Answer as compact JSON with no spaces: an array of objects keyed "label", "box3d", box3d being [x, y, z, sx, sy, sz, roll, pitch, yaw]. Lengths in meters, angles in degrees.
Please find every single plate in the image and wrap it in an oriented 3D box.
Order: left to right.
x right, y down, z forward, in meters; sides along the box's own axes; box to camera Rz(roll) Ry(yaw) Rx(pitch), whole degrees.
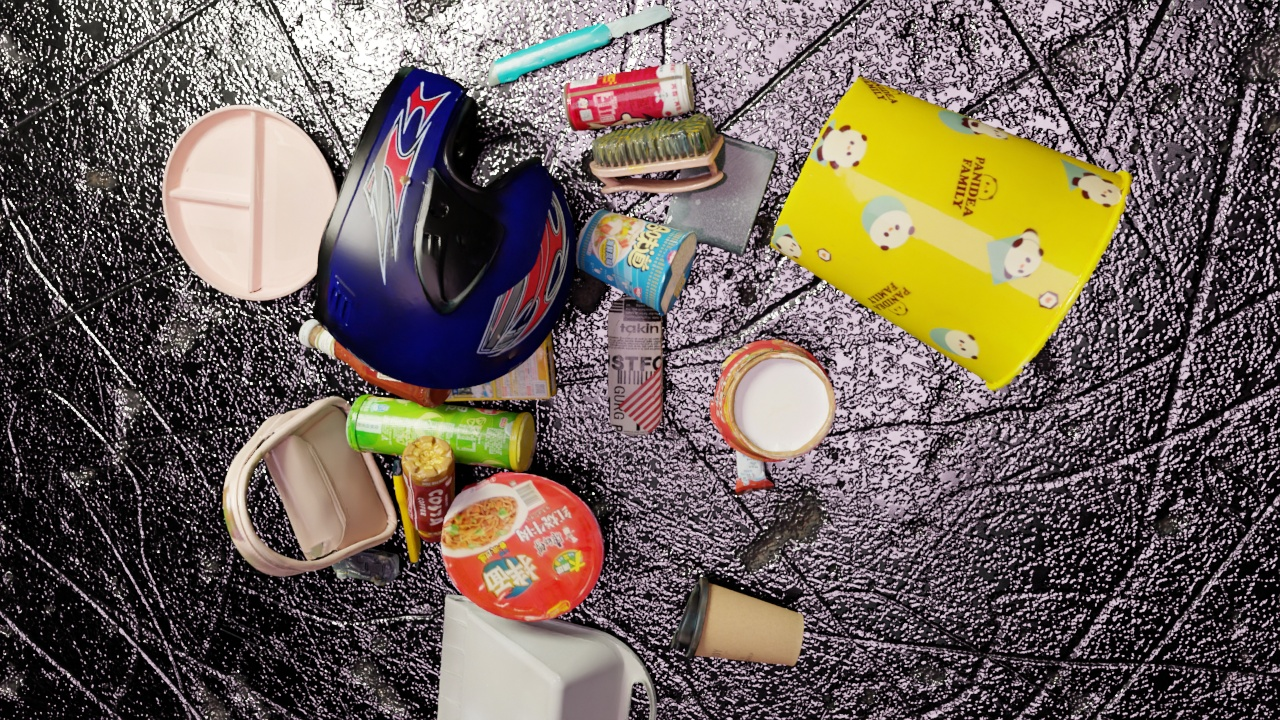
[{"label":"plate","box3d":[-0.464,-0.187,1.103,0.230,0.028,0.229,2,101,11]}]

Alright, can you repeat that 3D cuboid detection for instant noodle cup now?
[{"label":"instant noodle cup","box3d":[-0.136,0.212,1.098,0.194,0.065,0.194,1,107,4]},{"label":"instant noodle cup","box3d":[-0.007,-0.115,1.000,0.110,0.099,0.099,24,105,14]},{"label":"instant noodle cup","box3d":[0.147,0.046,0.978,0.138,0.108,0.138,0,91,2]}]

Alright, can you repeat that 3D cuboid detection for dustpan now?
[{"label":"dustpan","box3d":[-0.120,0.427,1.178,0.258,0.142,0.223,17,107,37]}]

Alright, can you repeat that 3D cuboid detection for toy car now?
[{"label":"toy car","box3d":[-0.352,0.258,1.174,0.091,0.034,0.043,5,105,12]}]

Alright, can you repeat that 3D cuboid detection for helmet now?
[{"label":"helmet","box3d":[-0.185,-0.123,0.961,0.240,0.247,0.315,18,84,-9]}]

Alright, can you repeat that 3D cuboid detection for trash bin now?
[{"label":"trash bin","box3d":[0.280,-0.130,0.878,0.255,0.229,0.230,29,106,10]}]

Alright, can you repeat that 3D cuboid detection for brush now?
[{"label":"brush","box3d":[0.014,-0.214,0.981,0.146,0.063,0.073,-4,125,23]}]

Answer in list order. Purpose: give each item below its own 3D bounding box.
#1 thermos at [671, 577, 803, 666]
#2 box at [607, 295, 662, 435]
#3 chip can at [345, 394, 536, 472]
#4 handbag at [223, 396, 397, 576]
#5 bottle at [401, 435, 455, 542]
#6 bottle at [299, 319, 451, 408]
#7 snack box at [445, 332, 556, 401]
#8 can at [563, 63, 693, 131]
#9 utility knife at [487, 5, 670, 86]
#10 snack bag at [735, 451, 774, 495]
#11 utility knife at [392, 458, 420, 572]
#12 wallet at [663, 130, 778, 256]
[{"label":"thermos","box3d":[0.113,0.311,1.070,0.143,0.093,0.093,13,104,1]},{"label":"box","box3d":[-0.007,0.007,1.046,0.068,0.051,0.164,-5,101,-8]},{"label":"chip can","box3d":[-0.239,0.086,1.095,0.221,0.072,0.072,6,103,9]},{"label":"handbag","box3d":[-0.390,0.157,1.055,0.093,0.233,0.193,-21,97,13]},{"label":"bottle","box3d":[-0.246,0.158,1.079,0.057,0.057,0.175,20,142,6]},{"label":"bottle","box3d":[-0.316,-0.002,1.085,0.206,0.059,0.060,20,105,21]},{"label":"snack box","box3d":[-0.172,0.002,1.085,0.140,0.033,0.087,-3,101,10]},{"label":"can","box3d":[-0.012,-0.281,0.980,0.133,0.053,0.053,-6,101,12]},{"label":"utility knife","box3d":[-0.071,-0.343,0.999,0.218,0.013,0.029,-14,97,16]},{"label":"snack bag","box3d":[0.125,0.104,1.051,0.048,0.026,0.104,-10,98,4]},{"label":"utility knife","box3d":[-0.288,0.192,1.132,0.015,0.033,0.172,0,118,4]},{"label":"wallet","box3d":[0.086,-0.185,1.001,0.097,0.019,0.121,19,103,7]}]
